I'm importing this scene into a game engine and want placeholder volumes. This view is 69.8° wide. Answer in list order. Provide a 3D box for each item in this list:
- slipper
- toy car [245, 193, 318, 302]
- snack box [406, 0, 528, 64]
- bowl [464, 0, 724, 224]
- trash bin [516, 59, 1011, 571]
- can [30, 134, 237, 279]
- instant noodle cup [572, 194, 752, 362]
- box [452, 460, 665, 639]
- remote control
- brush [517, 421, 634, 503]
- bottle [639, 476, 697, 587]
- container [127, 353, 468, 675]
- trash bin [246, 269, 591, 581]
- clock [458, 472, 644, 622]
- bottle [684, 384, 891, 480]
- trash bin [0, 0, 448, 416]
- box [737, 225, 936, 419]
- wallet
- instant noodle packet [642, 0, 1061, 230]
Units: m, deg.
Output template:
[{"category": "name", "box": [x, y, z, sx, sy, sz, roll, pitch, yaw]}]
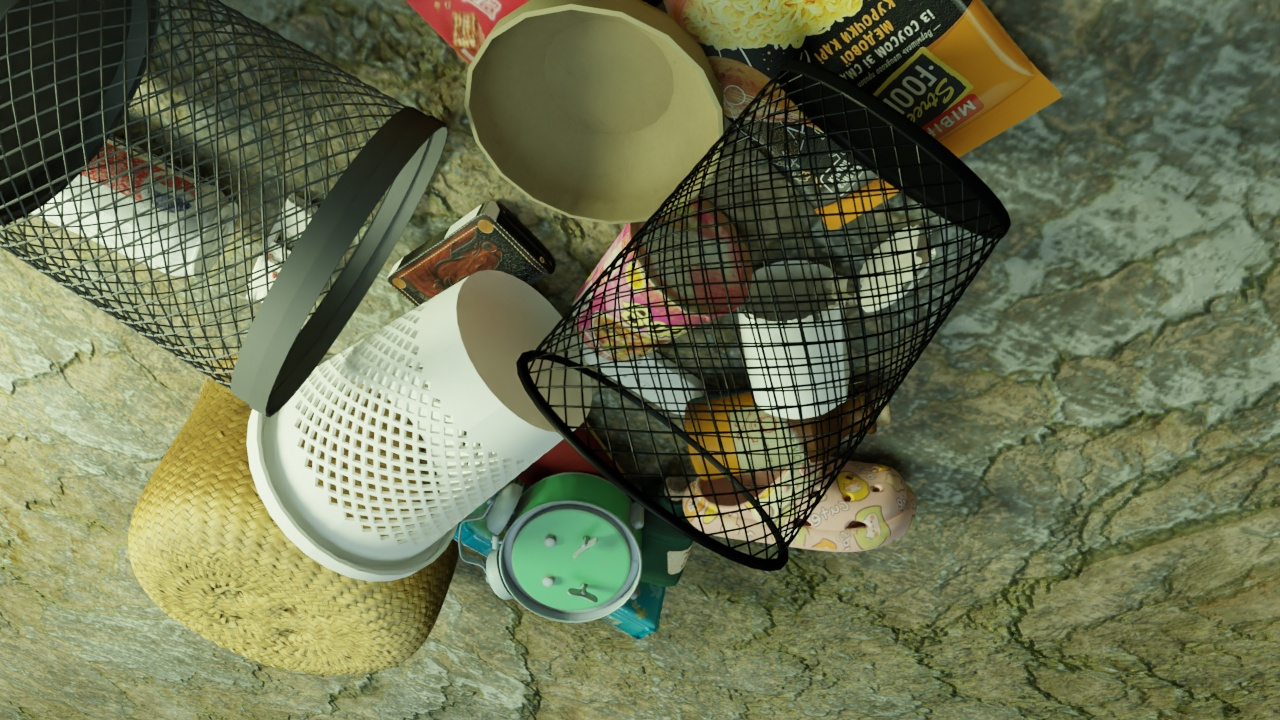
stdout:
[{"category": "slipper", "box": [0.132, 0.106, 0.774, 0.197, 0.093, 0.082, -1, 117, 11]}, {"category": "toy car", "box": [-0.282, -0.081, 0.728, 0.039, 0.038, 0.113, 32, 134, -17]}, {"category": "snack box", "box": [-0.099, -0.230, 0.536, 0.089, 0.021, 0.133, -27, 123, 35]}, {"category": "bowl", "box": [-0.023, -0.154, 0.542, 0.152, 0.050, 0.153, 8, 143, 6]}, {"category": "trash bin", "box": [0.069, -0.030, 0.493, 0.184, 0.184, 0.210, 34, 100, -19]}, {"category": "can", "box": [-0.384, -0.120, 0.688, 0.136, 0.078, 0.078, 26, 136, -11]}, {"category": "instant noodle cup", "box": [0.007, -0.051, 0.646, 0.097, 0.097, 0.109, 32, 143, -17]}, {"category": "box", "box": [-0.073, 0.185, 0.905, 0.226, 0.093, 0.041, 34, 132, -19]}, {"category": "remote control", "box": [-0.004, 0.004, 0.757, 0.136, 0.013, 0.043, 32, 135, -17]}, {"category": "brush", "box": [-0.070, 0.089, 0.842, 0.082, 0.041, 0.173, -12, 130, 26]}, {"category": "bottle", "box": [0.023, 0.154, 0.869, 0.061, 0.061, 0.131, 16, 137, 3]}, {"category": "container", "box": [-0.320, 0.162, 0.880, 0.307, 0.196, 0.308, 7, 136, 7]}, {"category": "trash bin", "box": [-0.155, 0.039, 0.701, 0.200, 0.195, 0.195, -32, 120, 28]}, {"category": "clock", "box": [-0.079, 0.164, 0.804, 0.161, 0.075, 0.122, 4, 111, 0]}, {"category": "bottle", "box": [0.118, 0.050, 0.727, 0.157, 0.067, 0.068, -12, 131, 14]}, {"category": "trash bin", "box": [-0.276, -0.116, 0.572, 0.227, 0.217, 0.218, 31, 135, -11]}, {"category": "box", "box": [0.138, -0.027, 0.640, 0.142, 0.083, 0.140, 2, 135, 22]}, {"category": "wallet", "box": [-0.133, -0.071, 0.711, 0.123, 0.019, 0.072, -24, 125, 34]}, {"category": "instant noodle packet", "box": [0.105, -0.181, 0.520, 0.220, 0.032, 0.160, 39, 134, -24]}]
